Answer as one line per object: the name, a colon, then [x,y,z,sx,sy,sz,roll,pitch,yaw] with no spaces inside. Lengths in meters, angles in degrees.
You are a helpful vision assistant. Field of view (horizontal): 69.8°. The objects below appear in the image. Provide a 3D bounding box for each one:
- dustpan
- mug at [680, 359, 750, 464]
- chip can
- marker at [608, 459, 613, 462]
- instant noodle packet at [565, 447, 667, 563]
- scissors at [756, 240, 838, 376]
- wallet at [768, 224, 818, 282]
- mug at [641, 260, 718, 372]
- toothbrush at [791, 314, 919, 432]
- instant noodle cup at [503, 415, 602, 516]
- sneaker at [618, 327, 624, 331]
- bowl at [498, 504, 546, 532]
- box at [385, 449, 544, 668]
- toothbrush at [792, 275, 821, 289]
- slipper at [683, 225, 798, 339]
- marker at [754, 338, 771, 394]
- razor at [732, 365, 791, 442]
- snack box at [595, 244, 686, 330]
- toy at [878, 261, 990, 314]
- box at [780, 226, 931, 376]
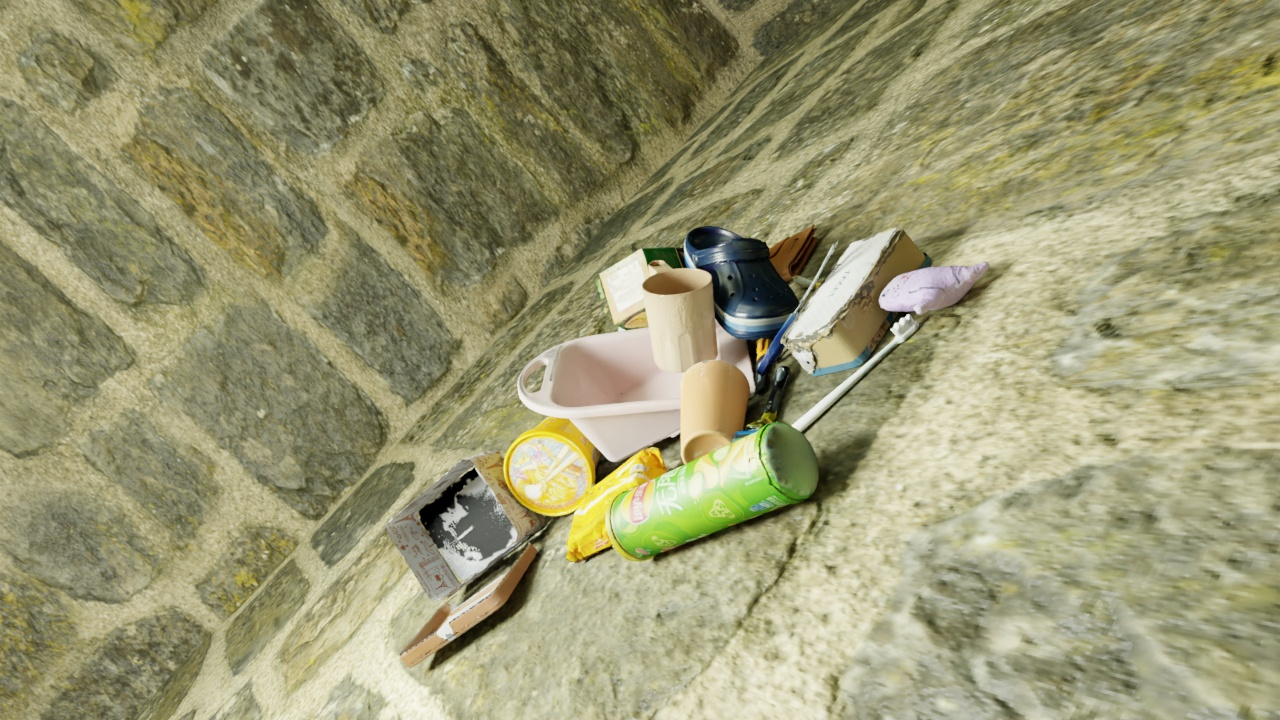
dustpan: [-0.007,0.007,1.139,0.274,0.139,0.222,-33,21,14]
mug: [0.076,0.064,0.972,0.078,0.078,0.122,-37,21,26]
chip can: [0.061,0.123,0.837,0.222,0.072,0.072,-32,18,41]
marker: [0.002,0.099,1.182,0.131,0.018,0.022,-33,43,38]
instant noodle packet: [-0.025,0.161,1.022,0.129,0.044,0.110,-37,22,37]
scissors: [0.177,-0.057,1.014,0.171,0.012,0.141,-57,-12,-3]
wallet: [0.190,-0.135,1.314,0.132,0.031,0.107,-23,27,52]
mug: [0.043,-0.056,1.121,0.084,0.104,0.124,-15,27,-14]
toothbrush: [0.194,0.022,0.876,0.180,0.016,0.016,-43,13,4]
instant noodle cup: [-0.107,0.127,1.213,0.119,0.118,0.114,-38,8,21]
sneaker: [0.086,-0.069,1.321,0.243,0.089,0.090,-21,-5,34]
bowl: [-0.170,0.191,1.293,0.118,0.065,0.118,-40,15,13]
box: [-0.244,0.236,1.171,0.181,0.156,0.226,-38,6,22]
toothbrush: [0.218,-0.086,1.126,0.018,0.016,0.191,-52,14,3]
slipper: [0.126,-0.116,1.147,0.105,0.095,0.252,-10,34,-13]
marker: [0.142,0.004,1.072,0.018,0.015,0.123,-41,15,27]
razor: [0.135,0.048,0.952,0.043,0.022,0.142,-5,30,26]
snack box: [0.015,-0.094,1.247,0.118,0.118,0.105,-28,-18,31]
toy: [0.268,-0.065,0.870,0.083,0.039,0.108,-31,12,-13]
box: [0.229,-0.067,0.958,0.183,0.059,0.090,-48,16,-25]
